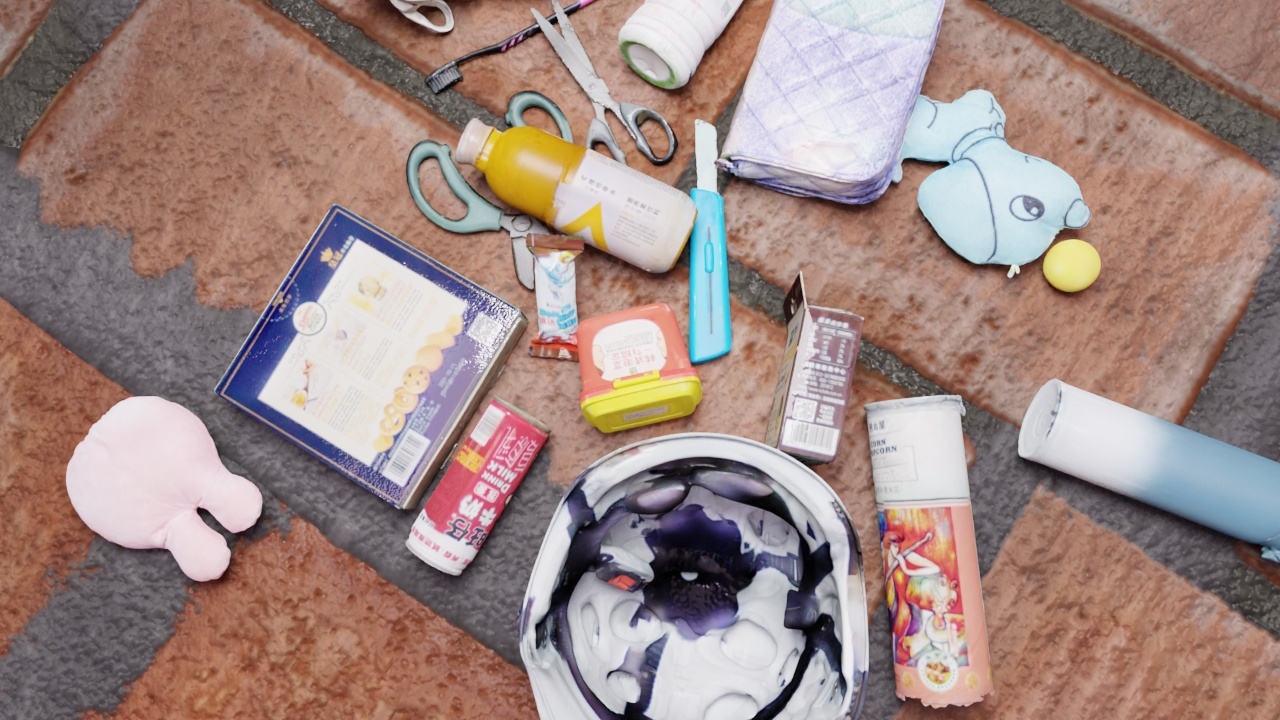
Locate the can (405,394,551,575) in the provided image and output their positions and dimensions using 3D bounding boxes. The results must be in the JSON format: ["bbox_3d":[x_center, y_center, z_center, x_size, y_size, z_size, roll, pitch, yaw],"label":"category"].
[{"bbox_3d":[-0.125,0.096,0.710,0.053,0.053,0.132,31,85,7],"label":"can"}]

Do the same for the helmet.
[{"bbox_3d":[0.038,0.174,0.643,0.229,0.145,0.258,5,93,6],"label":"helmet"}]

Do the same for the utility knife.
[{"bbox_3d":[0.054,-0.099,0.744,0.034,0.018,0.204,-2,81,4],"label":"utility knife"}]

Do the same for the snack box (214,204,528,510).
[{"bbox_3d":[-0.212,-0.003,0.734,0.182,0.046,0.178,30,85,7],"label":"snack box"}]

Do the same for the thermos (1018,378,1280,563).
[{"bbox_3d":[0.395,0.083,0.672,0.220,0.070,0.070,22,84,6],"label":"thermos"}]

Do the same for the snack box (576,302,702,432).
[{"bbox_3d":[-0.004,0.004,0.703,0.091,0.082,0.080,-12,71,1],"label":"snack box"}]

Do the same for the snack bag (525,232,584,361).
[{"bbox_3d":[-0.067,-0.049,0.722,0.048,0.026,0.104,5,120,1],"label":"snack bag"}]

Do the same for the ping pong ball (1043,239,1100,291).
[{"bbox_3d":[0.333,-0.073,0.710,0.040,0.040,0.040,-1,82,4],"label":"ping pong ball"}]

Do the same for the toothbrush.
[{"bbox_3d":[-0.097,-0.276,0.780,0.189,0.014,0.018,-27,91,-1],"label":"toothbrush"}]

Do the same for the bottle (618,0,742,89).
[{"bbox_3d":[0.061,-0.317,0.751,0.068,0.068,0.196,33,82,7],"label":"bottle"}]

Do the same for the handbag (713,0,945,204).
[{"bbox_3d":[0.153,-0.223,0.724,0.134,0.075,0.193,19,83,16],"label":"handbag"}]

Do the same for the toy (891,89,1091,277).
[{"bbox_3d":[0.266,-0.139,0.720,0.161,0.050,0.156,0,82,12],"label":"toy"}]

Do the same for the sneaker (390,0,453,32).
[{"bbox_3d":[-0.188,-0.327,0.748,0.241,0.118,0.087,9,65,11],"label":"sneaker"}]

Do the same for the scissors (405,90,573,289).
[{"bbox_3d":[-0.101,-0.151,0.761,0.175,0.019,0.176,40,86,9],"label":"scissors"}]

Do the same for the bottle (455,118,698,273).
[{"bbox_3d":[-0.050,-0.132,0.716,0.189,0.068,0.068,24,84,-4],"label":"bottle"}]

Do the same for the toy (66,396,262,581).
[{"bbox_3d":[-0.376,0.103,0.725,0.159,0.054,0.121,35,93,8],"label":"toy"}]

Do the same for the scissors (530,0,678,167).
[{"bbox_3d":[-0.031,-0.227,0.765,0.150,0.014,0.170,7,85,3],"label":"scissors"}]

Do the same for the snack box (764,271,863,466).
[{"bbox_3d":[0.123,0.011,0.675,0.053,0.113,0.125,13,84,4],"label":"snack box"}]

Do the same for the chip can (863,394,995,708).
[{"bbox_3d":[0.212,0.136,0.674,0.071,0.071,0.214,-5,82,3],"label":"chip can"}]
